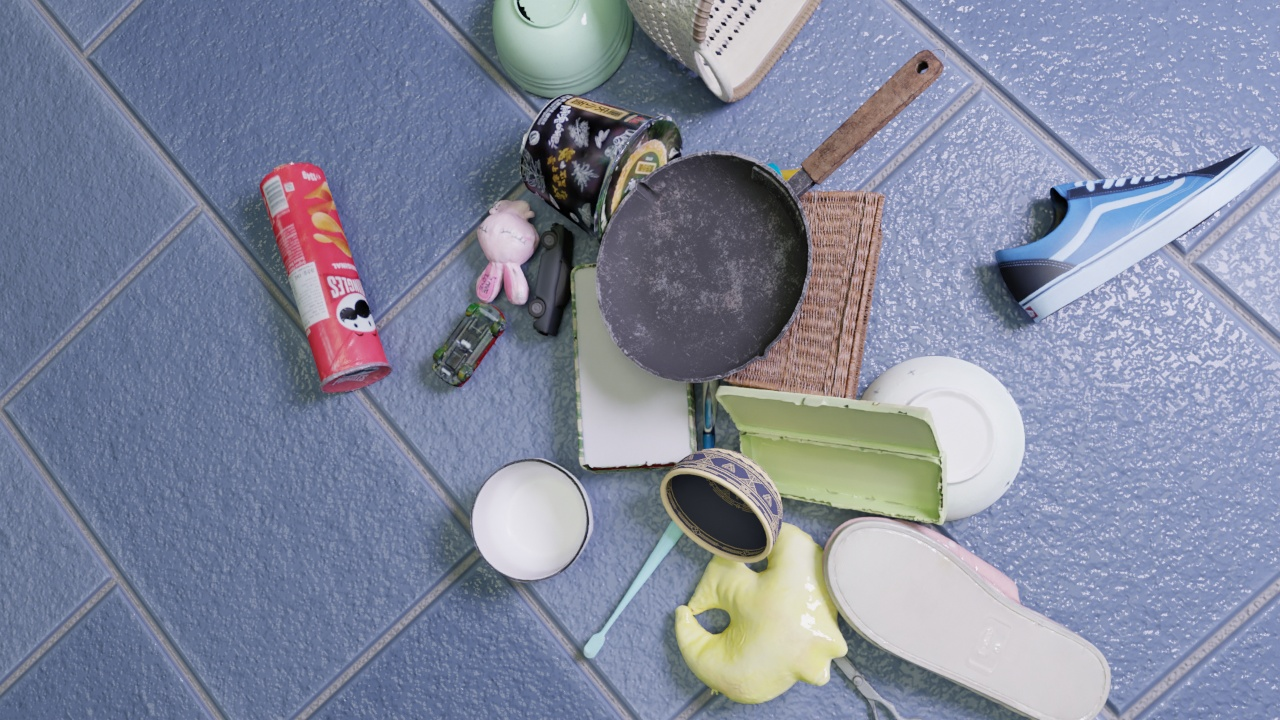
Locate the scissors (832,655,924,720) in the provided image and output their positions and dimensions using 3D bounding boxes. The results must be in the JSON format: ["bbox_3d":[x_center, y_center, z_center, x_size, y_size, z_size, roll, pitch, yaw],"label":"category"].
[{"bbox_3d":[0.214,0.297,0.834,0.095,0.014,0.170,-21,82,16],"label":"scissors"}]

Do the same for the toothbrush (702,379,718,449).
[{"bbox_3d":[0.066,0.068,0.886,0.016,0.017,0.189,1,84,14],"label":"toothbrush"}]

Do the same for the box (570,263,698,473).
[{"bbox_3d":[-0.005,0.005,0.892,0.118,0.050,0.205,-6,83,7],"label":"box"}]

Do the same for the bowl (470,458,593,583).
[{"bbox_3d":[-0.098,0.152,0.881,0.116,0.065,0.116,-1,84,10],"label":"bowl"}]

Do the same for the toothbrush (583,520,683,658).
[{"bbox_3d":[0.001,0.210,0.884,0.016,0.016,0.180,35,89,14],"label":"toothbrush"}]

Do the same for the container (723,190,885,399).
[{"bbox_3d":[0.151,-0.051,0.835,0.113,0.113,0.198,8,84,16],"label":"container"}]

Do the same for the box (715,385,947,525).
[{"bbox_3d":[0.167,0.075,0.795,0.188,0.141,0.043,4,46,33],"label":"box"}]

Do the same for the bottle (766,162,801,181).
[{"bbox_3d":[0.095,-0.157,0.889,0.146,0.051,0.051,-20,80,7],"label":"bottle"}]

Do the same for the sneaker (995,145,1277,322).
[{"bbox_3d":[0.429,-0.138,0.811,0.241,0.083,0.098,-33,80,8],"label":"sneaker"}]

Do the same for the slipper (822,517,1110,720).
[{"bbox_3d":[0.281,0.229,0.809,0.274,0.054,0.114,32,87,1],"label":"slipper"}]

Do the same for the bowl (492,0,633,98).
[{"bbox_3d":[-0.086,-0.352,0.931,0.151,0.077,0.150,-1,83,9],"label":"bowl"}]

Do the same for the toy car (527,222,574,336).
[{"bbox_3d":[-0.085,-0.080,0.915,0.034,0.046,0.112,9,87,12],"label":"toy car"}]

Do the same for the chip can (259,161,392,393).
[{"bbox_3d":[-0.328,-0.086,0.948,0.073,0.073,0.233,-22,80,7],"label":"chip can"}]

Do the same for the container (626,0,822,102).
[{"bbox_3d":[0.098,-0.381,0.854,0.143,0.184,0.246,36,89,22],"label":"container"}]

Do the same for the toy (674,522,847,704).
[{"bbox_3d":[0.114,0.234,0.834,0.155,0.064,0.170,31,86,31],"label":"toy"}]

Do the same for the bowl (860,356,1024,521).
[{"bbox_3d":[0.268,0.068,0.822,0.153,0.073,0.153,-1,83,12],"label":"bowl"}]

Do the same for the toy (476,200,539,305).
[{"bbox_3d":[-0.136,-0.111,0.928,0.064,0.047,0.110,3,87,19],"label":"toy"}]

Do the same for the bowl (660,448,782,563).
[{"bbox_3d":[0.081,0.120,0.825,0.112,0.113,0.061,33,54,12],"label":"bowl"}]

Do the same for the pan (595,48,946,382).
[{"bbox_3d":[0.112,-0.127,0.775,0.358,0.040,0.207,-40,66,17],"label":"pan"}]

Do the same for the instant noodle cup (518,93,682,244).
[{"bbox_3d":[-0.042,-0.188,0.883,0.112,0.137,0.137,30,89,22],"label":"instant noodle cup"}]

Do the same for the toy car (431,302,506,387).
[{"bbox_3d":[-0.171,-0.016,0.928,0.042,0.036,0.091,34,91,12],"label":"toy car"}]
